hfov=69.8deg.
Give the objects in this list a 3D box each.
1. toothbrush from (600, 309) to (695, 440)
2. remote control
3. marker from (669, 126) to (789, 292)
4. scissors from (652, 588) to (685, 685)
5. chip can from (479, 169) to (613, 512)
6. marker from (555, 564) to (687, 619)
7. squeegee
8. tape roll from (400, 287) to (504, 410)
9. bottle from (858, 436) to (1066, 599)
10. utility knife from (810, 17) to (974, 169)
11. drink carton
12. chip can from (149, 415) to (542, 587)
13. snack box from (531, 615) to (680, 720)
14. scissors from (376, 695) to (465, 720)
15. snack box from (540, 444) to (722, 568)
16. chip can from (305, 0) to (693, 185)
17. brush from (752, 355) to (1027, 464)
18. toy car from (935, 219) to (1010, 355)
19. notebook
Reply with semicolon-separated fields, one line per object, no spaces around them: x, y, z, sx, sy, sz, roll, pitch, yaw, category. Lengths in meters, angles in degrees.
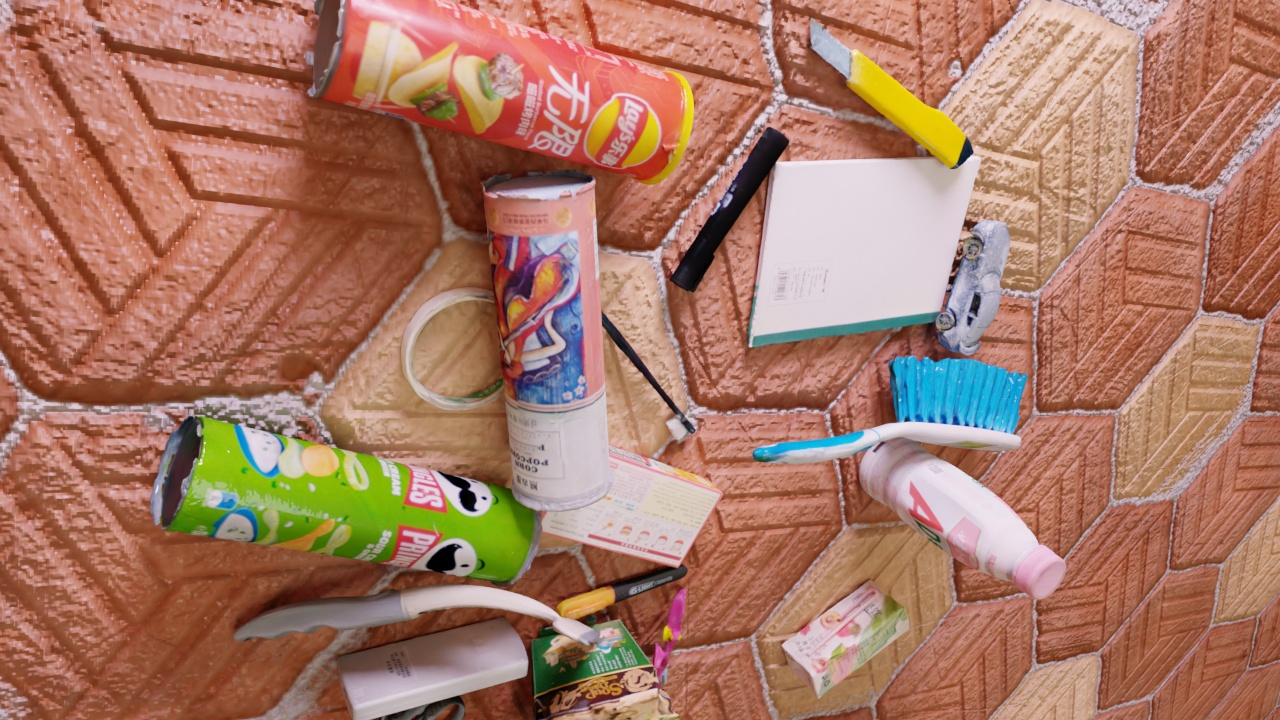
-0.004;0.004;0.686;0.018;0.015;0.181;-35;129;1;toothbrush
-0.154;0.230;0.689;0.135;0.056;0.019;-7;117;-28;remote control
0.065;-0.108;0.667;0.022;0.020;0.132;30;97;-27;marker
0.019;0.268;0.803;0.017;0.124;0.133;15;100;11;scissors
-0.057;-0.011;0.594;0.071;0.071;0.215;-14;117;-25;chip can
-0.013;0.196;0.781;0.123;0.015;0.018;-12;124;-27;marker
-0.152;0.173;0.627;0.246;0.247;0.039;0;74;0;squeegee
-0.117;-0.007;0.616;0.085;0.014;0.086;-13;120;-25;tape roll
0.279;0.135;0.806;0.068;0.197;0.068;-13;119;-25;bottle
0.191;-0.199;0.696;0.197;0.015;0.033;25;80;-32;utility knife
0.208;0.279;0.929;0.122;0.053;0.045;-32;125;-14;drink carton
-0.180;0.096;0.595;0.235;0.072;0.072;20;103;-36;chip can
-0.038;0.283;0.747;0.118;0.105;0.118;-9;119;-13;snack box
-0.213;0.322;0.728;0.140;0.014;0.174;11;108;-33;scissors
-0.011;0.114;0.732;0.155;0.027;0.077;24;100;-37;snack box
-0.074;-0.158;0.527;0.216;0.073;0.073;8;109;-33;chip can
0.225;0.047;0.796;0.314;0.061;0.109;9;77;-29;brush
0.299;-0.064;0.812;0.054;0.037;0.121;-8;115;-44;toy car
0.184;-0.091;0.751;0.208;0.012;0.150;-8;118;-27;notebook
